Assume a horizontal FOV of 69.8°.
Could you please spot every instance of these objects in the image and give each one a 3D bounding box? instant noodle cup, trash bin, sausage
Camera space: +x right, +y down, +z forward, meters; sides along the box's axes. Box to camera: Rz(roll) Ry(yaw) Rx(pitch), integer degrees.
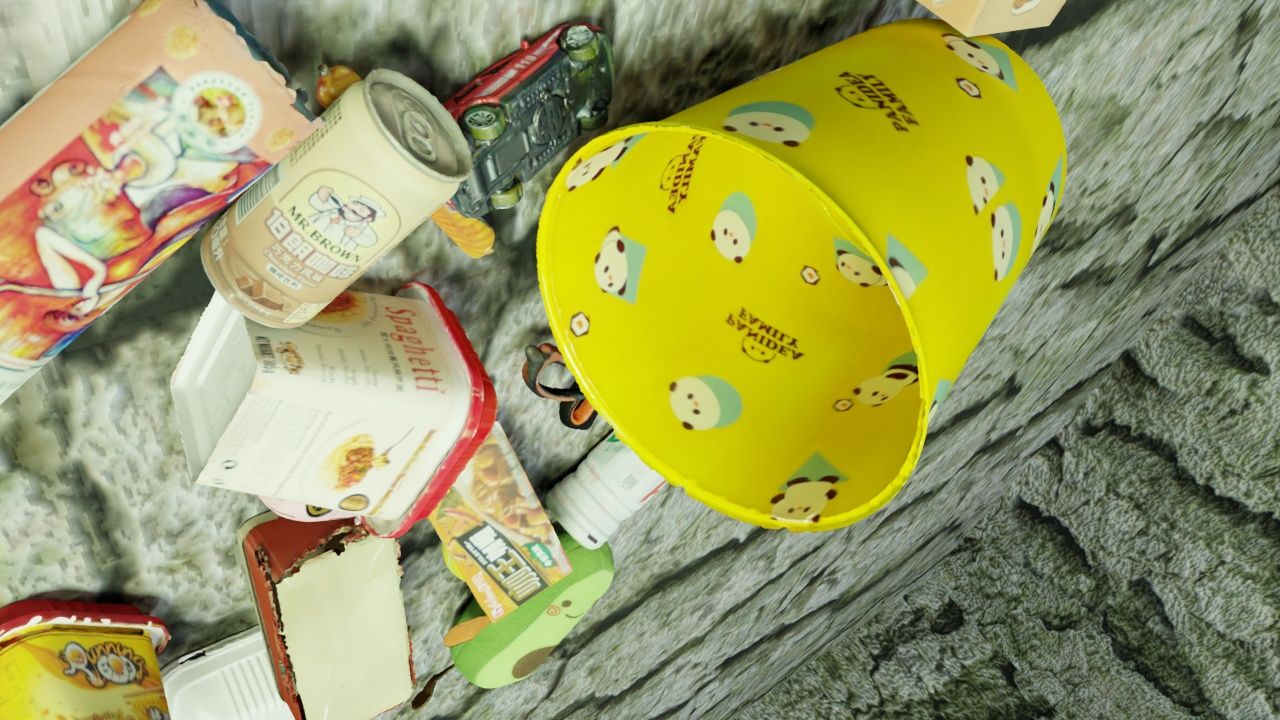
[{"bbox_3d":[-0.280,0.259,0.718,0.173,0.060,0.138,-18,145,-40],"label":"instant noodle cup"},{"bbox_3d":[-0.327,0.216,0.520,0.116,0.123,0.116,-43,153,3],"label":"instant noodle cup"},{"bbox_3d":[0.110,-0.069,0.531,0.254,0.229,0.230,-39,157,-37],"label":"trash bin"},{"bbox_3d":[-0.159,0.018,0.470,0.124,0.116,0.117,15,121,-44],"label":"instant noodle cup"},{"bbox_3d":[-0.110,-0.092,0.453,0.021,0.021,0.165,-40,153,-1],"label":"sausage"}]

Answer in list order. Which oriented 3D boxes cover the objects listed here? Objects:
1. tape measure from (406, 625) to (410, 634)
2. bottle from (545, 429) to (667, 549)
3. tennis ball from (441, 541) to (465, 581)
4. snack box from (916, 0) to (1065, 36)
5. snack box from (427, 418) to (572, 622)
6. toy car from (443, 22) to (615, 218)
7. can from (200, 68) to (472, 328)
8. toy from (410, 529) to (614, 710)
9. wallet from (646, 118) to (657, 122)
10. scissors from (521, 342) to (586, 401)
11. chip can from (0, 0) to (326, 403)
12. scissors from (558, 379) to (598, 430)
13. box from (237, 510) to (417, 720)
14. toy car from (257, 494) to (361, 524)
[{"bbox_3d":[-0.213,0.249,0.786,0.028,0.060,0.057,3,95,-24],"label":"tape measure"},{"bbox_3d":[0.007,0.079,0.813,0.197,0.068,0.068,-42,153,-2],"label":"bottle"},{"bbox_3d":[-0.127,0.148,0.740,0.065,0.065,0.066,-31,151,-19],"label":"tennis ball"},{"bbox_3d":[0.202,-0.251,0.539,0.092,0.094,0.077,-20,147,-36],"label":"snack box"},{"bbox_3d":[-0.112,0.117,0.681,0.075,0.026,0.154,-31,121,-17],"label":"snack box"},{"bbox_3d":[-0.059,-0.121,0.446,0.120,0.045,0.053,-45,151,-27],"label":"toy car"},{"bbox_3d":[-0.131,-0.066,0.392,0.116,0.058,0.058,-34,158,24],"label":"can"},{"bbox_3d":[-0.112,0.245,0.881,0.247,0.090,0.226,-48,159,20],"label":"toy"},{"bbox_3d":[0.006,-0.091,0.597,0.097,0.019,0.120,-52,146,6],"label":"wallet"},{"bbox_3d":[0.004,-0.006,0.685,0.205,0.015,0.195,-27,142,-26],"label":"scissors"},{"bbox_3d":[-0.218,-0.044,0.331,0.214,0.071,0.071,-41,153,0],"label":"chip can"},{"bbox_3d":[0.015,-0.031,0.712,0.221,0.021,0.224,-46,152,0],"label":"scissors"},{"bbox_3d":[-0.202,0.177,0.619,0.091,0.079,0.169,-21,129,-33],"label":"box"},{"bbox_3d":[-0.183,0.075,0.570,0.122,0.056,0.037,5,125,-55],"label":"toy car"}]
